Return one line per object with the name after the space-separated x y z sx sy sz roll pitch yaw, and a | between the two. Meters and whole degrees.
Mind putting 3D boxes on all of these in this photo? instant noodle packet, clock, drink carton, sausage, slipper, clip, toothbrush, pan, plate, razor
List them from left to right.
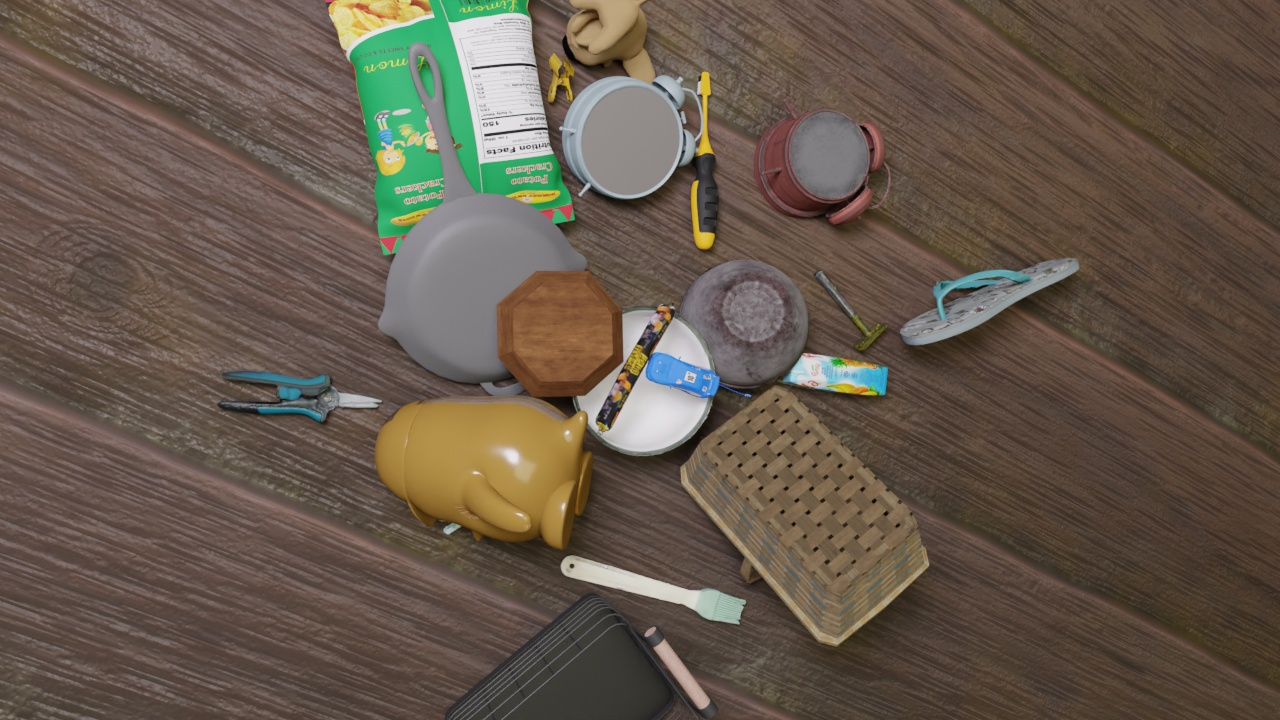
-0.181 -0.246 0.898 0.195 0.090 0.253 -14 99 -18 | instant noodle packet
-0.161 -0.121 0.881 0.216 0.024 0.355 -20 115 -17 | pan
-0.089 -0.292 0.956 0.039 0.053 0.047 -3 120 -16 | clip
-0.077 -0.028 0.893 0.131 0.025 0.131 0 88 -10 | plate
-0.005 0.005 0.915 0.020 0.020 0.155 32 81 -15 | sausage
-0.005 -0.235 0.956 0.159 0.045 0.123 -23 119 -14 | clock
0.071 -0.220 1.010 0.031 0.031 0.196 2 87 -32 | toothbrush
0.209 -0.219 1.030 0.157 0.072 0.120 19 85 -16 | clock
0.218 0.016 1.049 0.128 0.044 0.038 8 87 -18 | drink carton
0.239 -0.064 1.068 0.042 0.026 0.106 -43 98 -11 | razor
0.402 -0.086 1.084 0.268 0.098 0.055 -23 98 -25 | slipper

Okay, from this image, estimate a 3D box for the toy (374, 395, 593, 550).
-0.156 0.105 0.883 0.203 0.198 0.163 10 109 7 | toy

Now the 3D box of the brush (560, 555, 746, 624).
0.015 0.250 1.006 0.217 0.012 0.033 19 85 -15 | brush

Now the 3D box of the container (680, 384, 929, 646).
0.170 0.166 0.977 0.157 0.187 0.250 -36 63 -14 | container

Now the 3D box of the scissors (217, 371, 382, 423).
-0.332 0.029 0.891 0.129 0.019 0.137 -41 103 -14 | scissors

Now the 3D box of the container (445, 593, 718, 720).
-0.064 0.369 0.918 0.241 0.130 0.163 -38 101 -14 | container

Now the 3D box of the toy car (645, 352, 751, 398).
0.057 0.019 0.913 0.092 0.062 0.033 19 85 -17 | toy car

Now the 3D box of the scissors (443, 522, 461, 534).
-0.145 0.144 0.956 0.138 0.015 0.063 -35 96 -8 | scissors

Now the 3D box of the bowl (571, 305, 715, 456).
-0.004 0.021 0.965 0.153 0.073 0.153 0 90 -17 | bowl

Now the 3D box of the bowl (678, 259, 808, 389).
0.116 -0.046 0.984 0.145 0.067 0.145 0 81 -3 | bowl

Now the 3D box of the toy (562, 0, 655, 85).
-0.030 -0.343 0.942 0.106 0.108 0.134 -22 97 0 | toy
